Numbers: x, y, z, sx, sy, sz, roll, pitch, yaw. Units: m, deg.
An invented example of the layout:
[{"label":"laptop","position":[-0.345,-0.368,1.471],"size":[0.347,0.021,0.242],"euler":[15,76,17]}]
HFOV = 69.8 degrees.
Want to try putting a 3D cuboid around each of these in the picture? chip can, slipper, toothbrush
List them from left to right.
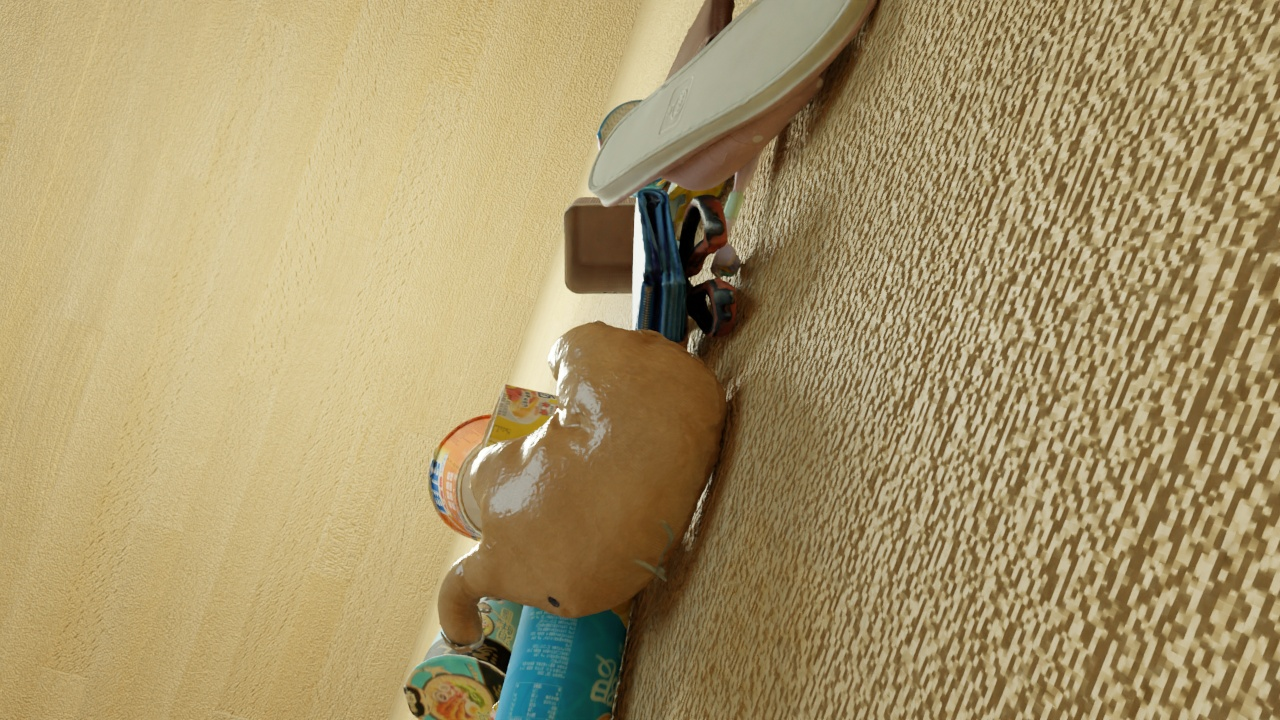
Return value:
[{"label":"chip can","position":[-0.045,0.180,0.564],"size":[0.071,0.071,0.209],"euler":[123,163,-53]},{"label":"slipper","position":[0.058,-0.174,0.629],"size":[0.275,0.054,0.114],"euler":[-24,44,48]},{"label":"toothbrush","position":[0.081,-0.145,0.645],"size":[0.029,0.021,0.189],"euler":[131,158,-70]}]

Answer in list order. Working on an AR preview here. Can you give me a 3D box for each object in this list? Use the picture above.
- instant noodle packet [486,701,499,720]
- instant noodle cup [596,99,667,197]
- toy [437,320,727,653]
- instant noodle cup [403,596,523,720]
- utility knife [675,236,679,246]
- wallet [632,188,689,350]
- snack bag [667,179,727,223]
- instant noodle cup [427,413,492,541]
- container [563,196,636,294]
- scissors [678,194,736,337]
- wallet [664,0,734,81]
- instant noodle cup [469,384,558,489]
[{"label":"instant noodle packet","position":[-0.088,0.264,0.636],"size":[0.129,0.044,0.110],"euler":[-64,-11,24]},{"label":"instant noodle cup","position":[-0.004,-0.225,1.036],"size":[0.110,0.099,0.099],"euler":[120,167,-77]},{"label":"toy","position":[-0.039,0.083,0.535],"size":[0.143,0.082,0.226],"euler":[28,82,38]},{"label":"instant noodle cup","position":[-0.155,0.281,0.882],"size":[0.120,0.111,0.111],"euler":[-77,11,-61]},{"label":"utility knife","position":[0.027,-0.113,0.886],"size":[0.219,0.022,0.031],"euler":[-126,46,-72]},{"label":"wallet","position":[0.011,-0.036,0.635],"size":[0.106,0.040,0.133],"euler":[-97,5,-46]},{"label":"snack bag","position":[0.066,-0.212,0.794],"size":[0.111,0.039,0.190],"euler":[121,167,-56]},{"label":"instant noodle cup","position":[-0.154,0.136,1.024],"size":[0.111,0.151,0.151],"euler":[-2,69,70]},{"label":"container","position":[-0.032,-0.125,0.951],"size":[0.110,0.090,0.090],"euler":[-93,3,-72]},{"label":"scissors","position":[0.036,-0.037,0.646],"size":[0.192,0.015,0.207],"euler":[-112,15,-49]},{"label":"wallet","position":[0.049,-0.268,0.837],"size":[0.125,0.032,0.101],"euler":[-55,16,44]},{"label":"instant noodle cup","position":[-0.101,0.091,0.903],"size":[0.138,0.110,0.138],"euler":[-162,91,-81]}]
